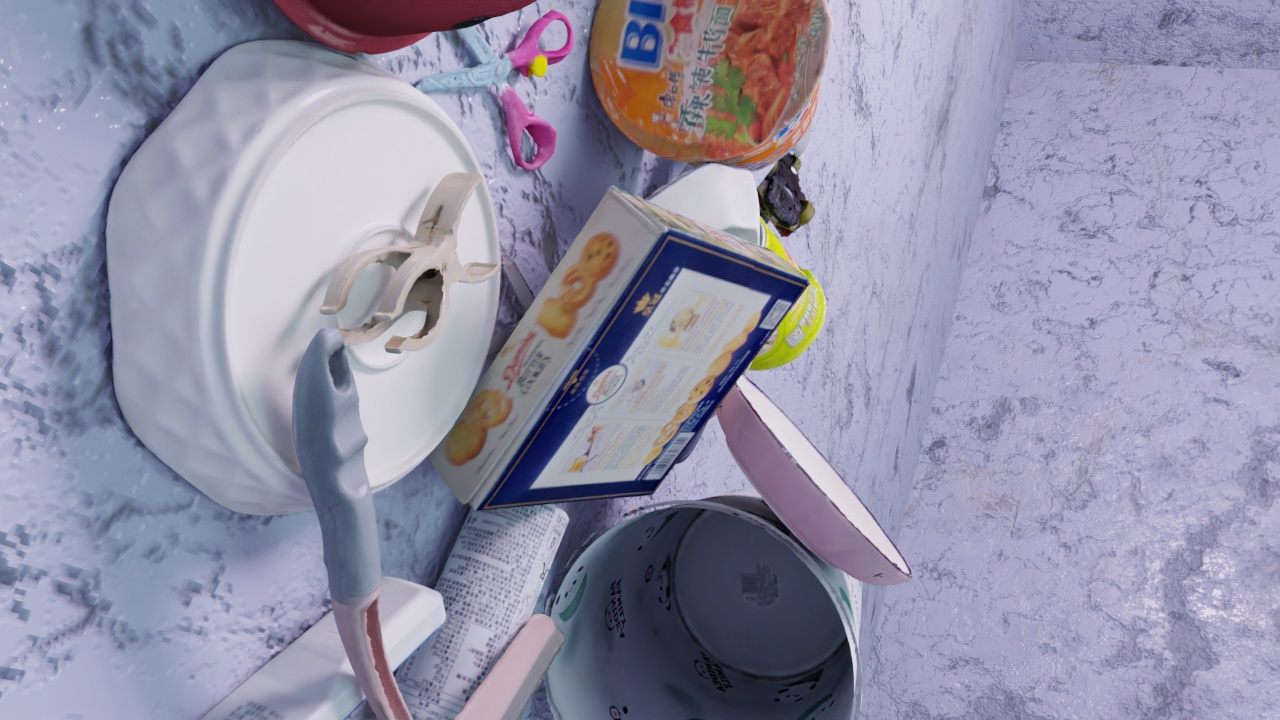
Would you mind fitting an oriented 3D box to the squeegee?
[{"bbox_3d":[-0.112,0.101,0.386,0.246,0.040,0.250,-51,140,-58],"label":"squeegee"}]

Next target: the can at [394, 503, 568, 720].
[{"bbox_3d":[-0.094,0.146,0.529,0.146,0.058,0.058,-69,154,-22],"label":"can"}]

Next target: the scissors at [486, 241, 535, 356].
[{"bbox_3d":[-0.065,-0.021,0.578,0.178,0.014,0.159,-38,133,-53],"label":"scissors"}]

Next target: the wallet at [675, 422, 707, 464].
[{"bbox_3d":[0.033,0.019,0.785,0.090,0.033,0.115,-60,149,-41],"label":"wallet"}]

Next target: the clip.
[{"bbox_3d":[-0.090,-0.038,0.382,0.099,0.035,0.070,-56,146,-51],"label":"clip"}]

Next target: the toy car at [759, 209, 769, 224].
[{"bbox_3d":[0.112,-0.150,0.882,0.090,0.034,0.043,-51,141,-49],"label":"toy car"}]

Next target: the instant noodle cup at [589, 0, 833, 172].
[{"bbox_3d":[0.055,-0.195,0.613,0.111,0.151,0.151,3,97,-74],"label":"instant noodle cup"}]

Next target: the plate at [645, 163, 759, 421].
[{"bbox_3d":[0.031,-0.018,0.636,0.161,0.034,0.266,-37,151,-19],"label":"plate"}]

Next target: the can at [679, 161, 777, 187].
[{"bbox_3d":[0.063,-0.141,0.698,0.134,0.053,0.053,-52,153,0],"label":"can"}]

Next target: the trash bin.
[{"bbox_3d":[0.076,0.211,0.746,0.251,0.230,0.229,0,100,-70],"label":"trash bin"}]

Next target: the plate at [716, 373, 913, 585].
[{"bbox_3d":[0.114,0.088,0.655,0.039,0.192,0.192,-42,156,9],"label":"plate"}]

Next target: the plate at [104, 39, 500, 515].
[{"bbox_3d":[-0.126,-0.031,0.400,0.204,0.046,0.205,-36,131,-56],"label":"plate"}]

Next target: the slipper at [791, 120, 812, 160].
[{"bbox_3d":[0.140,-0.289,0.856,0.114,0.054,0.274,-66,153,-26],"label":"slipper"}]

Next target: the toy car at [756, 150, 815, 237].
[{"bbox_3d":[0.117,-0.170,0.822,0.070,0.042,0.157,45,29,-28],"label":"toy car"}]

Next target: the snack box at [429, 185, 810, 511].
[{"bbox_3d":[-0.003,0.003,0.527,0.178,0.046,0.182,-54,151,16],"label":"snack box"}]

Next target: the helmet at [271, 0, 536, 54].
[{"bbox_3d":[-0.053,-0.238,0.336,0.206,0.144,0.240,10,85,-67],"label":"helmet"}]

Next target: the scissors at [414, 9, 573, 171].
[{"bbox_3d":[-0.075,-0.148,0.499,0.133,0.017,0.118,-37,137,-50],"label":"scissors"}]

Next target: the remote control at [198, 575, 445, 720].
[{"bbox_3d":[-0.145,0.142,0.427,0.124,0.049,0.024,-42,134,-54],"label":"remote control"}]

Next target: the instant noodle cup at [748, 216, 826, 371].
[{"bbox_3d":[0.090,-0.067,0.791,0.123,0.112,0.111,47,57,-53],"label":"instant noodle cup"}]
